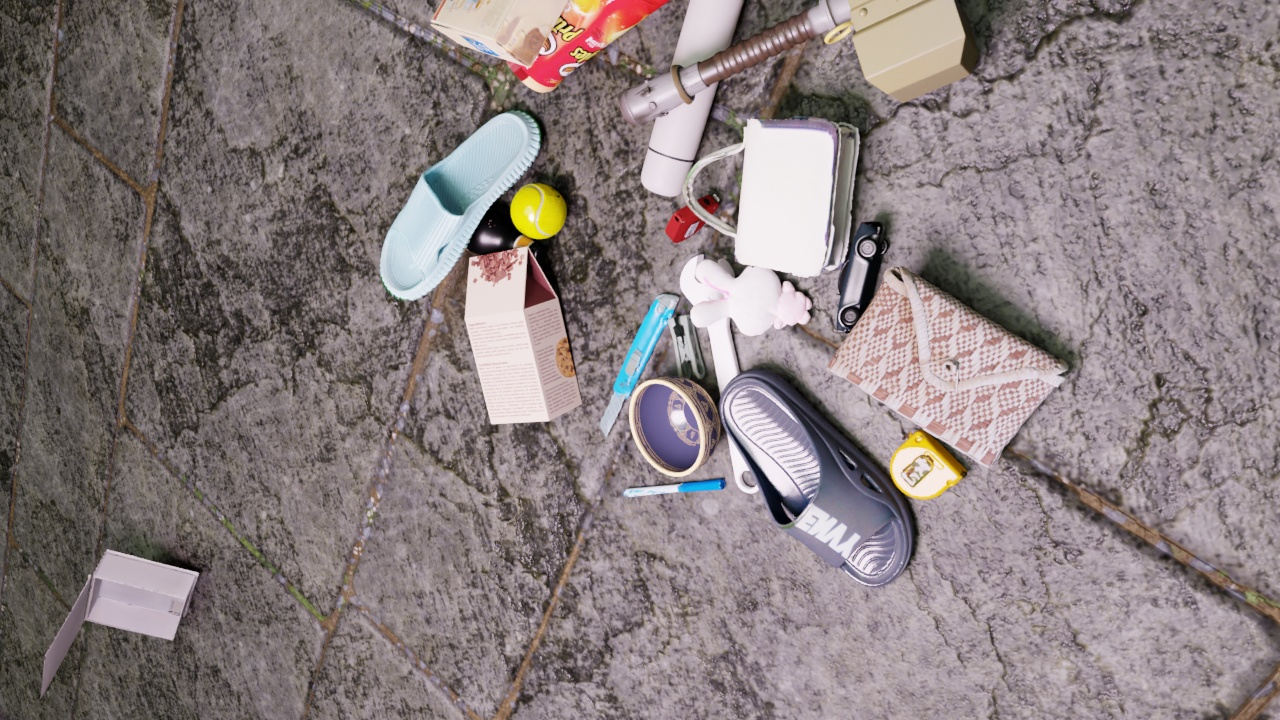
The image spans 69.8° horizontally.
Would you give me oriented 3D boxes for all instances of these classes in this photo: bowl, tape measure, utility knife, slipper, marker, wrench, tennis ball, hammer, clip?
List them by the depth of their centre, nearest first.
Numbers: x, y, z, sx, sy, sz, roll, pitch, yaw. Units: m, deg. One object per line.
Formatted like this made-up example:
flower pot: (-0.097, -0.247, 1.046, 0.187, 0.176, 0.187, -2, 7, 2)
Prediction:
hammer: (0.123, -0.299, 0.859, 0.326, 0.100, 0.190, -18, 90, 28)
tape measure: (0.279, 0.107, 0.913, 0.068, 0.030, 0.059, 48, 120, 16)
slipper: (0.175, 0.124, 0.950, 0.268, 0.083, 0.111, 50, 120, 9)
tape measure: (0.056, -0.151, 0.994, 0.019, 0.058, 0.051, 52, 152, 13)
wrench: (0.098, 0.016, 1.021, 0.066, 0.018, 0.273, -8, 97, 35)
bowl: (0.048, 0.067, 1.032, 0.112, 0.061, 0.112, 20, 119, 41)
clip: (0.052, -0.014, 1.041, 0.043, 0.023, 0.076, -11, 92, 36)
utility knife: (-0.006, 0.006, 1.089, 0.031, 0.015, 0.207, 39, 120, 26)
tennis ball: (-0.121, -0.177, 1.092, 0.065, 0.065, 0.065, 8, 105, 32)
marker: (0.038, 0.153, 1.093, 0.142, 0.013, 0.013, -11, 94, 35)
slipper: (-0.228, -0.196, 1.101, 0.276, 0.069, 0.116, -48, 60, 5)

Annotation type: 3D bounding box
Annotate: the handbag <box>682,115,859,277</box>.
handbag: (0.126, -0.170, 0.925, 0.176, 0.073, 0.151, 12, 107, 31)

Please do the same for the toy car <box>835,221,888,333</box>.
toy car: (0.215, -0.082, 0.904, 0.034, 0.046, 0.112, 19, 109, 27)

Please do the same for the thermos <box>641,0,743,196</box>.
thermos: (0.052, -0.283, 0.962, 0.052, 0.052, 0.224, 29, 115, 25)

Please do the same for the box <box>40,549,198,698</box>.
box: (-1.062, 0.451, 1.568, 0.234, 0.526, 0.167, 48, 129, 19)

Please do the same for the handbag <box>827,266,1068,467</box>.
handbag: (0.282, 0.006, 0.856, 0.186, 0.046, 0.124, 32, 120, 7)

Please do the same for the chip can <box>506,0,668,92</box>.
chip can: (-0.048, -0.379, 0.988, 0.214, 0.086, 0.087, -24, 87, 34)

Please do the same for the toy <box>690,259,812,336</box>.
toy: (0.117, -0.064, 0.968, 0.125, 0.037, 0.076, 7, 94, 4)

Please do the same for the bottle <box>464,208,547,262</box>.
bottle: (-0.192, -0.160, 1.146, 0.182, 0.059, 0.059, 23, 112, 27)

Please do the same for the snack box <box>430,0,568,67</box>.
snack box: (-0.123, -0.424, 0.975, 0.153, 0.055, 0.207, 34, 95, 45)

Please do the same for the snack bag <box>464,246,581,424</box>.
snack bag: (-0.151, -0.032, 1.131, 0.095, 0.069, 0.206, -5, 102, 34)
